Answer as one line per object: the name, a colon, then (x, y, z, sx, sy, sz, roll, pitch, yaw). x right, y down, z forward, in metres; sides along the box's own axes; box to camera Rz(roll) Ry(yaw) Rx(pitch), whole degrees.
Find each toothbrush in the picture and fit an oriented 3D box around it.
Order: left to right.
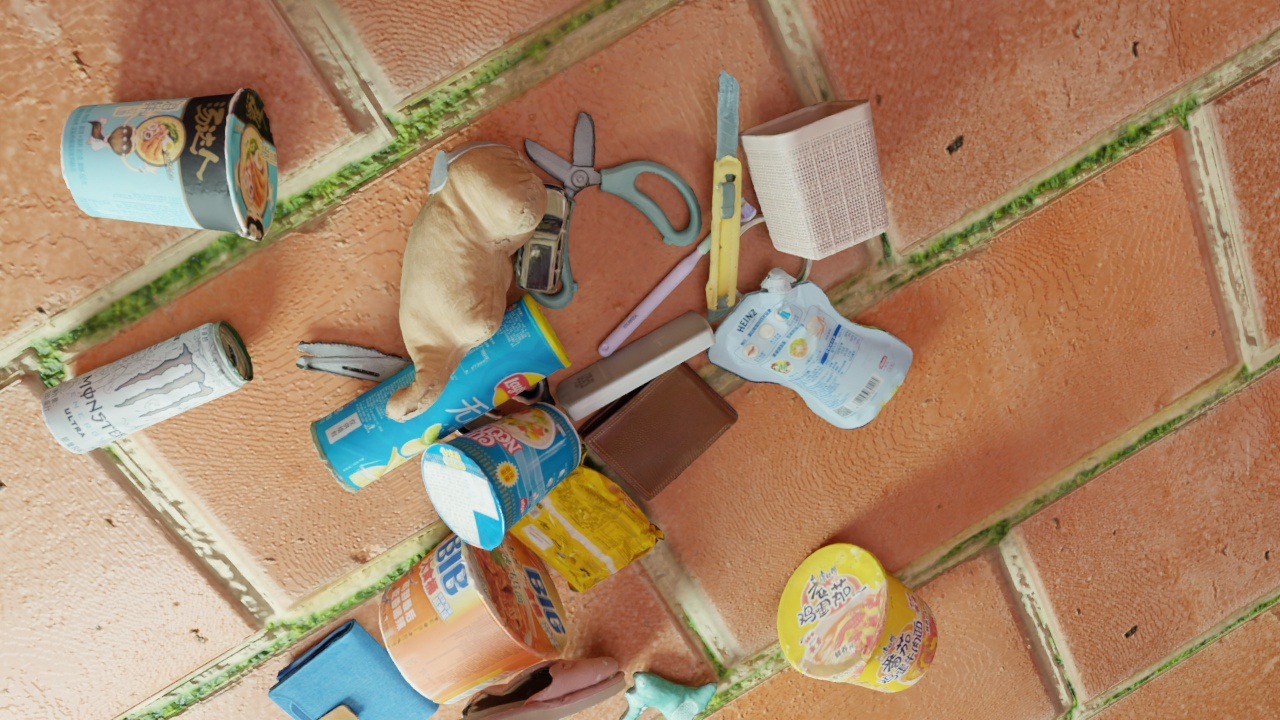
toothbrush: (0.029, -0.073, 0.820, 0.029, 0.021, 0.189, 44, 95, 9)

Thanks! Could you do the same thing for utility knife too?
utility knife: (0.071, -0.135, 0.788, 0.031, 0.022, 0.220, -10, 112, -19)

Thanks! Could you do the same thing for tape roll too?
tape roll: (0.115, -0.091, 0.838, 0.085, 0.014, 0.086, -4, 110, -12)

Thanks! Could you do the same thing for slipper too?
slipper: (-0.103, 0.313, 0.843, 0.114, 0.054, 0.274, -31, 160, 22)

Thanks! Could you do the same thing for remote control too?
remote control: (-0.005, 0.005, 0.820, 0.150, 0.058, 0.021, -29, 114, -1)

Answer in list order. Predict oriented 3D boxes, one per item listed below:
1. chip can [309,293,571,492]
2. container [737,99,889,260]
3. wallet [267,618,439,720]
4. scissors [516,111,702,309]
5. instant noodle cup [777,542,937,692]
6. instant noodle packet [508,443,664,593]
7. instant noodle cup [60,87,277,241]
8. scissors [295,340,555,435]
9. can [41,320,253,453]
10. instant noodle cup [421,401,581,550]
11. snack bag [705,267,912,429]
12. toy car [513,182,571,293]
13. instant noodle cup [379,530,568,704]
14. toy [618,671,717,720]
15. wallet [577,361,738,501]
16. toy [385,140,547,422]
chip can: (-0.165, 0.027, 0.766, 0.210, 0.071, 0.071, -31, 114, -1)
container: (0.149, -0.152, 0.776, 0.089, 0.090, 0.111, -24, 110, -12)
wallet: (-0.275, 0.325, 0.885, 0.106, 0.040, 0.133, -37, 113, -3)
scissors: (-0.025, -0.122, 0.789, 0.179, 0.019, 0.170, 5, 108, -12)
instant noodle cup: (0.227, 0.271, 0.938, 0.109, 0.138, 0.138, 32, 99, -30)
instant noodle packet: (-0.058, 0.150, 0.862, 0.111, 0.044, 0.128, -35, 112, 14)
instant noodle cup: (-0.340, -0.142, 0.665, 0.120, 0.111, 0.111, 0, 110, -6)
scissors: (-0.190, 0.029, 0.807, 0.206, 0.015, 0.193, -23, 114, -4)
can: (-0.391, 0.020, 0.733, 0.146, 0.058, 0.058, -23, 113, -4)
instant noodle cup: (-0.111, 0.089, 0.775, 0.109, 0.099, 0.099, -34, 121, -42)
snack bag: (0.161, -0.008, 0.862, 0.191, 0.038, 0.110, 28, 115, -25)
toy car: (-0.081, -0.101, 0.759, 0.042, 0.035, 0.090, 7, 107, -8)
instant noodle cup: (-0.153, 0.226, 0.824, 0.111, 0.151, 0.151, -35, 114, 9)
toy: (0.022, 0.361, 0.974, 0.092, 0.030, 0.097, 30, 108, -16)
wallet: (0.018, 0.063, 0.863, 0.124, 0.032, 0.101, -42, 116, 5)
toy: (-0.146, -0.062, 0.719, 0.082, 0.143, 0.226, 17, 102, -31)
